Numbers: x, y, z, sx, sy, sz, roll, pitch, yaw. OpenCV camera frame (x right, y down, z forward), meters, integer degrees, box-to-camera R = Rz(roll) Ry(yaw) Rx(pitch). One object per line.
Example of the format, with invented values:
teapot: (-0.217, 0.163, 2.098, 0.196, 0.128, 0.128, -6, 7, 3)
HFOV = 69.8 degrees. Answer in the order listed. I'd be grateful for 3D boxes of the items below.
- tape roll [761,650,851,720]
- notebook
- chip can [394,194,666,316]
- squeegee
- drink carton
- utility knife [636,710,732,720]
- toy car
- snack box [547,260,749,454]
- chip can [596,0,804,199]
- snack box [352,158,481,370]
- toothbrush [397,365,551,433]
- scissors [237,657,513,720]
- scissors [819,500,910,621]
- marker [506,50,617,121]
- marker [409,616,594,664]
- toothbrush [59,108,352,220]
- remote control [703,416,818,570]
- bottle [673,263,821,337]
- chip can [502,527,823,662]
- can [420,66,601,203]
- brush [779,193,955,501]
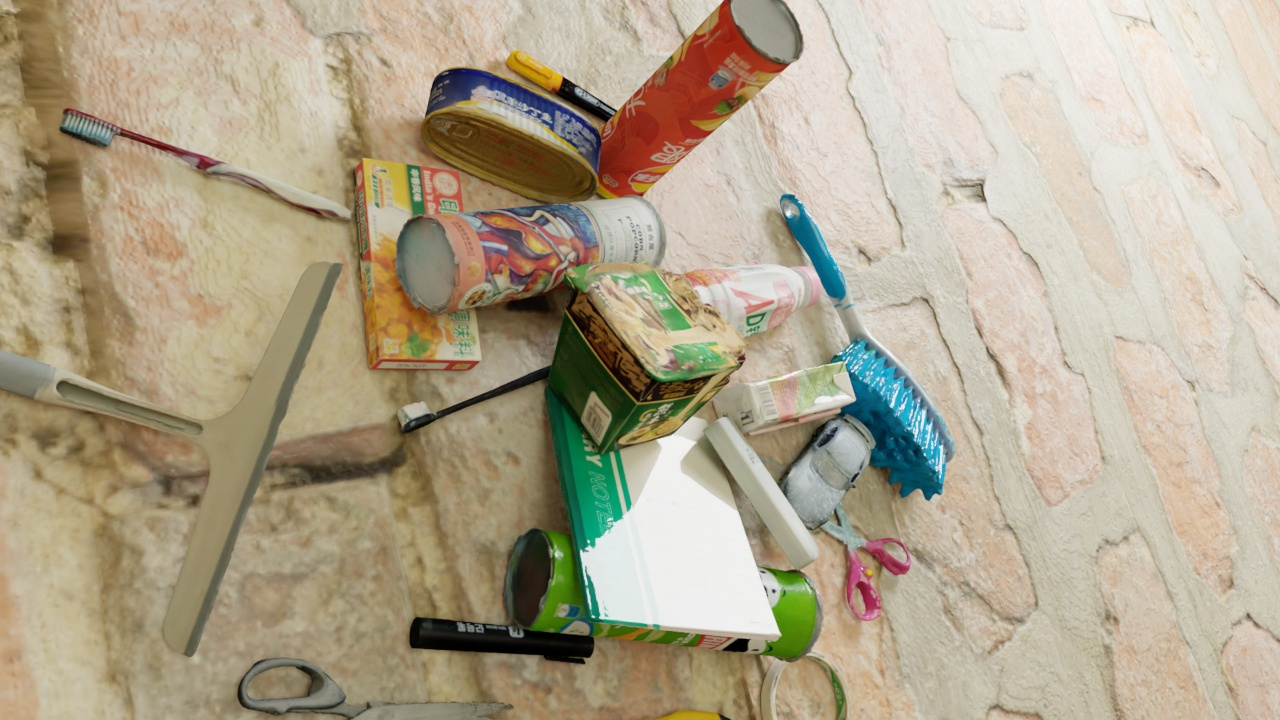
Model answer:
tape roll: (0.135, 0.279, 0.744, 0.085, 0.014, 0.085, 13, 65, -29)
notebook: (0.010, 0.107, 0.675, 0.150, 0.012, 0.208, 14, 38, -27)
chip can: (-0.075, -0.083, 0.689, 0.214, 0.071, 0.071, -16, 81, -46)
squeegee: (-0.335, 0.016, 0.526, 0.246, 0.039, 0.246, 21, 79, -19)
drink carton: (0.129, 0.036, 0.811, 0.122, 0.054, 0.045, -9, 79, -35)
utility knife: (-0.014, 0.267, 0.650, 0.197, 0.015, 0.033, 10, 59, -28)
toy car: (0.166, 0.098, 0.818, 0.054, 0.037, 0.120, 47, 56, 0)
snack box: (-0.004, 0.004, 0.685, 0.117, 0.106, 0.118, -9, 50, -44)
chip can: (0.035, -0.207, 0.742, 0.073, 0.217, 0.073, 16, 61, -31)
snack box: (-0.165, -0.070, 0.676, 0.077, 0.027, 0.155, 1, 71, -35)
toothbrush: (-0.100, 0.017, 0.692, 0.180, 0.016, 0.018, -20, 75, -36)
scissors: (-0.162, 0.214, 0.572, 0.173, 0.014, 0.141, -30, 88, -36)
scissors: (0.199, 0.165, 0.831, 0.123, 0.017, 0.133, -7, 72, -32)
marker: (-0.062, -0.240, 0.818, 0.123, 0.015, 0.018, 25, 64, -25)
marker: (-0.093, 0.192, 0.627, 0.132, 0.020, 0.022, 15, 93, -29)
toothbrush: (-0.290, -0.128, 0.625, 0.187, 0.016, 0.017, 19, 70, -26)
remote control: (0.098, 0.106, 0.740, 0.135, 0.019, 0.056, 56, 13, 9)
bottle: (0.084, -0.052, 0.811, 0.196, 0.068, 0.068, -13, 79, -41)
chip can: (0.021, 0.175, 0.675, 0.235, 0.072, 0.072, 15, 64, -27)
can: (-0.100, -0.178, 0.732, 0.148, 0.075, 0.049, 19, 60, -26)
brush: (0.206, -0.017, 0.887, 0.109, 0.061, 0.314, -37, 91, -43)
